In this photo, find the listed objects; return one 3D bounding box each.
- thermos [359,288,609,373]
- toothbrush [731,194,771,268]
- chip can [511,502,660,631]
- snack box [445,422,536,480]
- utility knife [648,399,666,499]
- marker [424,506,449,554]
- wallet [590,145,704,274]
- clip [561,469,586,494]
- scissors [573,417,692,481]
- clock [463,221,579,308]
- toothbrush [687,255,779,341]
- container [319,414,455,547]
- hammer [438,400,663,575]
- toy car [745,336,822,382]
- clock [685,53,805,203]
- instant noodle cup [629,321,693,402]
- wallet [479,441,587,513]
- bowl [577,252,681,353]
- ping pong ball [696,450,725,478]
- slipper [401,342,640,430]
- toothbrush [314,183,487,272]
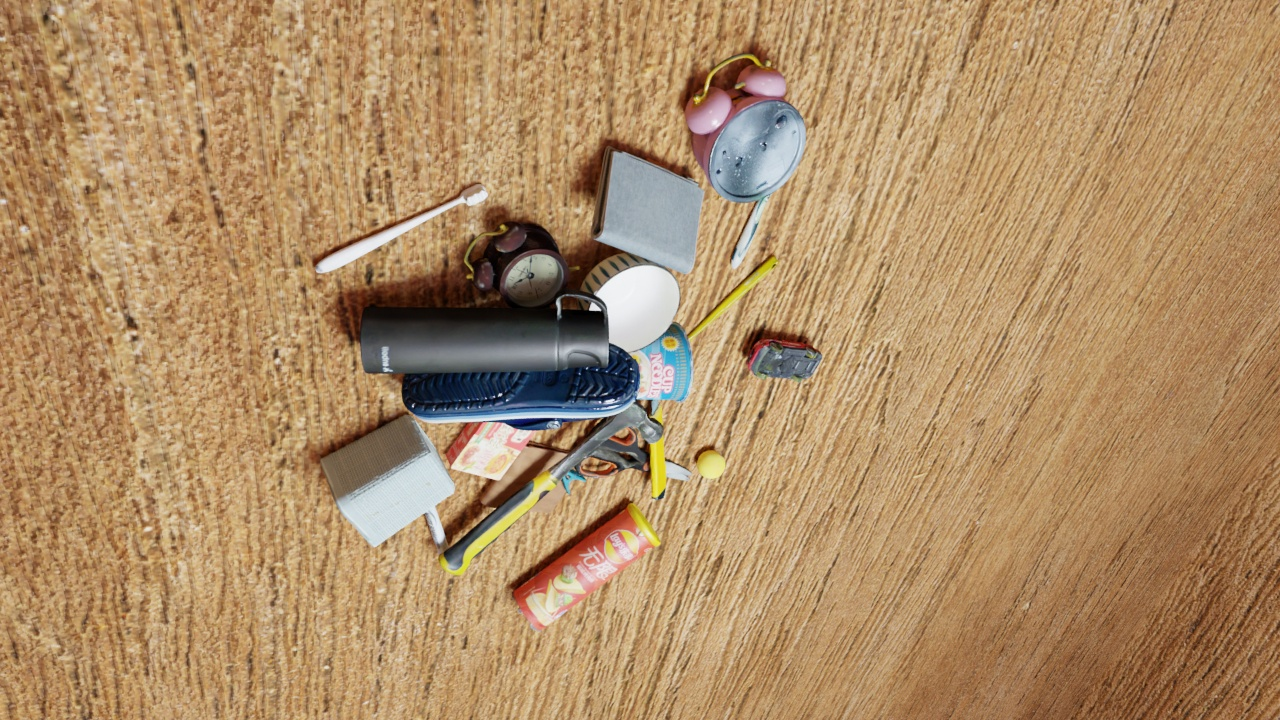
[{"bbox_3d":[-0.154,-0.032,0.923,0.242,0.068,0.090,-2,121,-6],"label":"thermos"},{"bbox_3d":[0.146,-0.188,1.065,0.016,0.018,0.192,1,125,-33],"label":"toothbrush"},{"bbox_3d":[-0.076,0.293,1.298,0.216,0.073,0.073,-37,136,2],"label":"chip can"},{"bbox_3d":[-0.160,0.074,1.093,0.075,0.025,0.153,23,112,-42],"label":"snack box"},{"bbox_3d":[0.021,0.117,1.232,0.033,0.015,0.177,-45,140,-50],"label":"utility knife"},{"bbox_3d":[-0.259,0.197,1.143,0.017,0.017,0.145,-20,134,-16],"label":"marker"},{"bbox_3d":[0.008,-0.159,0.966,0.129,0.037,0.106,16,79,-39],"label":"wallet"},{"bbox_3d":[-0.093,0.152,1.191,0.034,0.013,0.055,-36,142,-8],"label":"clip"},{"bbox_3d":[0.010,0.125,1.245,0.234,0.022,0.140,-2,120,-38],"label":"scissors"},{"bbox_3d":[-0.127,-0.098,0.945,0.121,0.055,0.082,23,112,-40],"label":"clock"},{"bbox_3d":[0.101,-0.060,1.146,0.190,0.016,0.015,-43,137,7],"label":"toothbrush"},{"bbox_3d":[-0.279,0.131,1.025,0.111,0.090,0.090,-31,137,-10],"label":"container"},{"bbox_3d":[-0.126,0.154,1.141,0.323,0.032,0.126,-41,129,7],"label":"hammer"},{"bbox_3d":[0.189,-0.003,1.229,0.120,0.045,0.053,5,121,-41],"label":"toy car"},{"bbox_3d":[0.107,-0.245,0.963,0.117,0.059,0.159,-28,137,-7],"label":"clock"},{"bbox_3d":[-0.006,0.006,1.089,0.109,0.099,0.099,-5,129,-19],"label":"instant noodle cup"},{"bbox_3d":[-0.136,0.152,1.181,0.115,0.020,0.101,19,113,-44],"label":"wallet"},{"bbox_3d":[-0.020,-0.072,1.025,0.116,0.066,0.117,-17,132,-20],"label":"bowl"},{"bbox_3d":[0.100,0.148,1.305,0.040,0.040,0.040,-17,133,-19],"label":"ping pong ball"},{"bbox_3d":[-0.127,0.024,0.998,0.253,0.105,0.095,-1,153,-2],"label":"slipper"},{"bbox_3d":[-0.230,-0.126,0.886,0.180,0.016,0.016,-27,134,-9],"label":"toothbrush"}]
